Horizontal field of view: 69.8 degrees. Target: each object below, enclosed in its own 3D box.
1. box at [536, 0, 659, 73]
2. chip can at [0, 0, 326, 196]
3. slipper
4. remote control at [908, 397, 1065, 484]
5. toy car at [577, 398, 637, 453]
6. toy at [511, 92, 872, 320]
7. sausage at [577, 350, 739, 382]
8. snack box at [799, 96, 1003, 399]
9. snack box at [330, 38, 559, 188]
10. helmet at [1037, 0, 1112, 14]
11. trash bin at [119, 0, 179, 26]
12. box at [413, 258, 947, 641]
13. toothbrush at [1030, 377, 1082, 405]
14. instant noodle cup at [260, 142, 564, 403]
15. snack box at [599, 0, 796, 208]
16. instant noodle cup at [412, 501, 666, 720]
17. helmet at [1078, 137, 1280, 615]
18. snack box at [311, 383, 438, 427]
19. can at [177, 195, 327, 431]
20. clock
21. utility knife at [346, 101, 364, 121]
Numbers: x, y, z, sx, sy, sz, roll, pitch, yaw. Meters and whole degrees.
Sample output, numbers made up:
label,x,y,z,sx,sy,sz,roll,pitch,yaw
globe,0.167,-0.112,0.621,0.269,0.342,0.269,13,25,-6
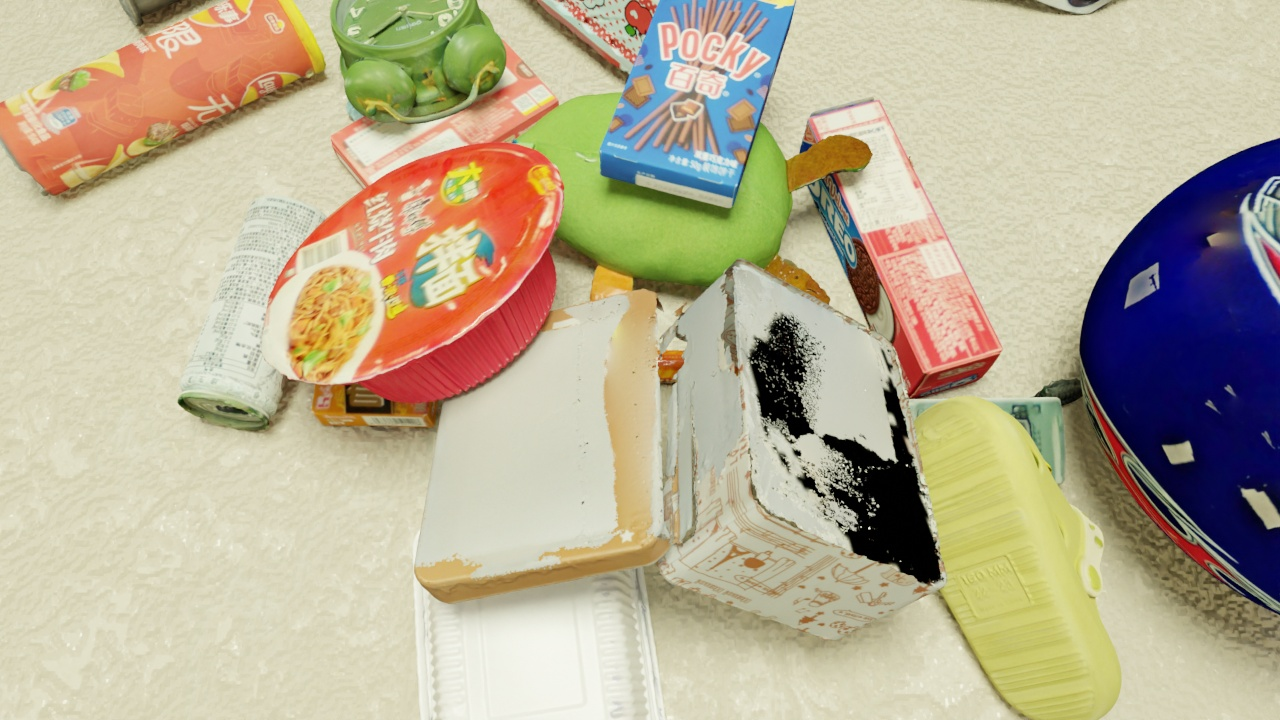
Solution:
label,x,y,z,sx,sy,sz,roll,pitch,yaw
box,-0.016,-0.286,0.686,0.201,0.102,0.095,42,73,15
chip can,-0.340,-0.197,0.656,0.216,0.073,0.073,-31,71,-13
slipper,0.219,0.111,0.534,0.081,0.092,0.190,-11,76,-41
remote control,0.199,0.052,0.580,0.135,0.019,0.056,0,85,-2
toy car,-0.057,0.047,0.576,0.120,0.037,0.054,-12,64,-17
toy,0.021,-0.113,0.614,0.247,0.090,0.227,18,83,13
sausage,-0.004,0.004,0.603,0.165,0.021,0.021,1,66,-1
snack box,0.171,-0.078,0.624,0.058,0.057,0.207,-16,68,-5
snack box,-0.141,-0.171,0.673,0.152,0.025,0.075,-36,71,-16
helmet,0.337,-0.410,0.722,0.258,0.146,0.228,3,67,0
trash bin,-0.334,-0.404,0.691,0.219,0.199,0.199,-27,71,-20
box,0.021,0.042,0.495,0.272,0.131,0.178,5,47,-5
toothbrush,0.201,0.034,0.598,0.189,0.016,0.014,-9,59,-4
instant noodle cup,-0.122,-0.044,0.540,0.194,0.066,0.193,-14,45,15
snack box,0.038,-0.174,0.574,0.084,0.026,0.156,16,67,6
instant noodle cup,-0.061,0.157,0.515,0.138,0.060,0.173,-7,65,-4
helmet,0.382,0.029,0.472,0.239,0.248,0.315,-17,58,-28
snack box,-0.168,-0.031,0.611,0.075,0.026,0.153,1,67,0
can,-0.245,-0.032,0.593,0.058,0.058,0.146,9,67,2
clock,-0.159,-0.223,0.651,0.116,0.056,0.161,-21,60,-6
utility knife,-0.183,-0.261,0.721,0.031,0.020,0.195,17,72,12
